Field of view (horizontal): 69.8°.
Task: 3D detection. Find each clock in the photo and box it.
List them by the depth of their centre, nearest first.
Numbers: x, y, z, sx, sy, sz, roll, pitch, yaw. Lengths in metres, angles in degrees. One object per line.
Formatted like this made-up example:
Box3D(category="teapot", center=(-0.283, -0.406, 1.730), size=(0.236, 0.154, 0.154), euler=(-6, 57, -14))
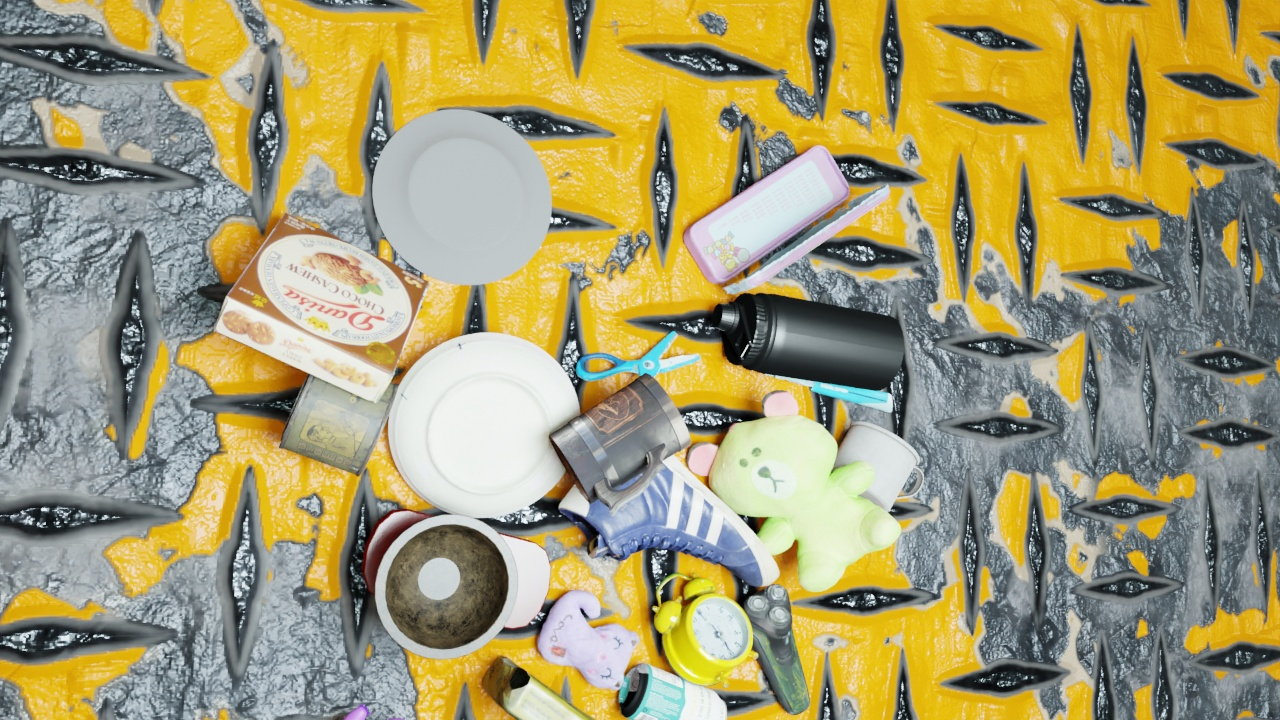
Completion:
Box3D(category="clock", center=(0.060, 0.270, 0.926), size=(0.083, 0.057, 0.118), euler=(-29, 72, -40))

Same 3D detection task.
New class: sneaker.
Box3D(category="sneaker", center=(0.024, 0.181, 0.910), size=(0.233, 0.092, 0.118), euler=(48, 66, -10))

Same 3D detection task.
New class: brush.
Box3D(category="brush", center=(-0.172, 0.195, 0.861), size=(0.173, 0.042, 0.082), euler=(19, 78, -18))

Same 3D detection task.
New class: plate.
Box3D(category="plate", center=(-0.143, 0.066, 0.862), size=(0.182, 0.034, 0.182), euler=(-3, 102, -15))
Box3D(category="plate", center=(-0.173, -0.164, 0.912), size=(0.178, 0.012, 0.178), euler=(2, 84, -21))

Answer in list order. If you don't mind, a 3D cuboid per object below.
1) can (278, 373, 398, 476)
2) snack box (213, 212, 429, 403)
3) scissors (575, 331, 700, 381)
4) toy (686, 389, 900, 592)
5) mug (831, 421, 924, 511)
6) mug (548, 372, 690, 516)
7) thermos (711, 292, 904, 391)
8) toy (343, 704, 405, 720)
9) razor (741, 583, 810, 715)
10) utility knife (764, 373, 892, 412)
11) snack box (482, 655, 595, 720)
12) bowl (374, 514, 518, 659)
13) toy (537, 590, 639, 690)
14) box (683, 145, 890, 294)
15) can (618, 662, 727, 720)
Box3D(category="can", center=(-0.268, 0.048, 0.813), size=(0.074, 0.090, 0.089), euler=(24, 77, -17))
Box3D(category="snack box", center=(-0.272, -0.049, 0.803), size=(0.143, 0.041, 0.146), euler=(27, 34, -17))
Box3D(category="scissors", center=(-0.005, 0.003, 0.947), size=(0.118, 0.013, 0.139), euler=(27, 52, 15))
Box3D(category="toy", center=(0.164, 0.134, 0.952), size=(0.150, 0.107, 0.196), euler=(-40, 69, 13))
Box3D(category="mug", center=(0.264, 0.125, 1.013), size=(0.113, 0.084, 0.070), euler=(39, 75, -19))
Box3D(category="mug", center=(-0.012, 0.081, 0.834), size=(0.107, 0.116, 0.080), euler=(-31, 128, -12))
Box3D(category="thermos", center=(0.175, -0.022, 0.990), size=(0.198, 0.086, 0.086), euler=(9, 82, -20))
Box3D(category="toy", center=(-0.248, 0.354, 0.811), size=(0.088, 0.056, 0.106), euler=(-7, 97, -18))
Box3D(category="razor", center=(0.148, 0.307, 0.961), size=(0.053, 0.067, 0.151), euler=(-22, 101, -17))
Box3D(category="utility knife", center=(0.213, 0.033, 1.039), size=(0.167, 0.015, 0.022), euler=(12, 81, -17))
Box3D(category="snack box", center=(-0.064, 0.345, 0.845), size=(0.181, 0.121, 0.045), euler=(41, 72, -12))
Box3D(category="bowl", center=(-0.173, 0.195, 0.806), size=(0.121, 0.056, 0.121), euler=(2, 84, -21))
Box3D(category="toy", center=(-0.048, 0.274, 0.903), size=(0.099, 0.036, 0.080), euler=(28, 77, -15))
Box3D(category="box", center=(0.160, -0.160, 0.995), size=(0.213, 0.091, 0.090), euler=(-34, 97, -20))
Box3D(category="can", center=(0.032, 0.344, 0.917), size=(0.101, 0.055, 0.054), euler=(27, 76, -16))
